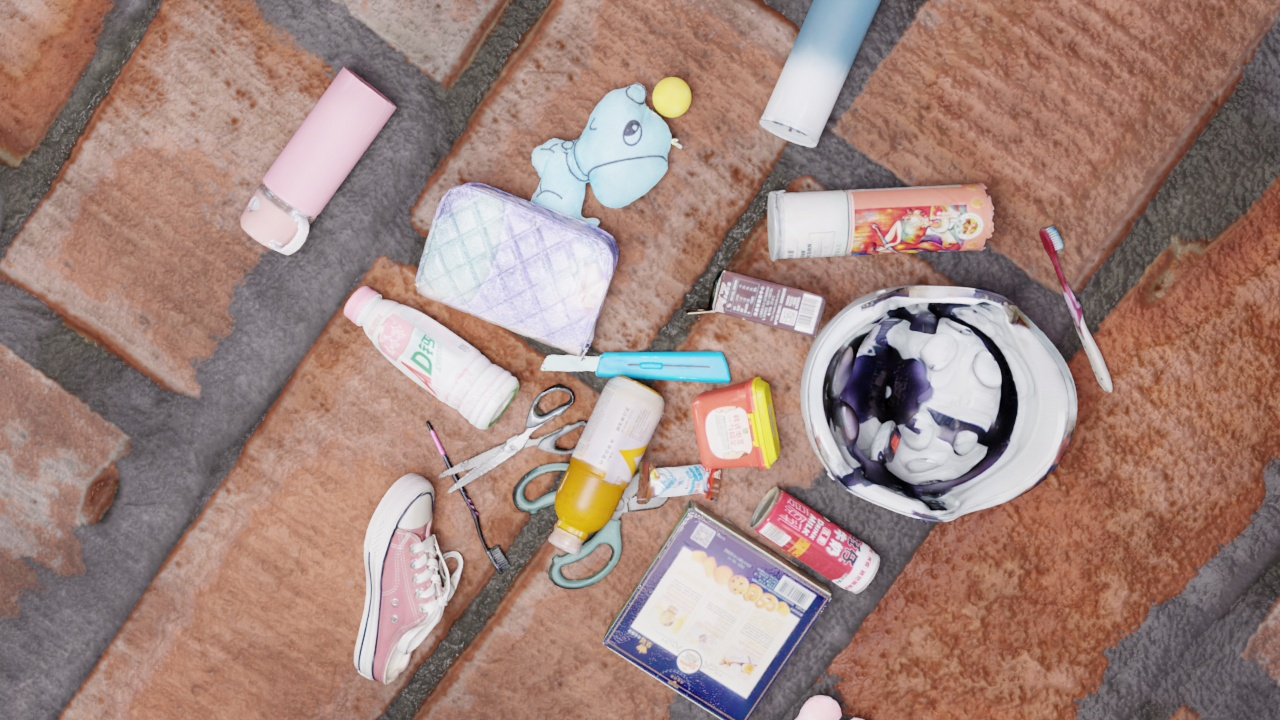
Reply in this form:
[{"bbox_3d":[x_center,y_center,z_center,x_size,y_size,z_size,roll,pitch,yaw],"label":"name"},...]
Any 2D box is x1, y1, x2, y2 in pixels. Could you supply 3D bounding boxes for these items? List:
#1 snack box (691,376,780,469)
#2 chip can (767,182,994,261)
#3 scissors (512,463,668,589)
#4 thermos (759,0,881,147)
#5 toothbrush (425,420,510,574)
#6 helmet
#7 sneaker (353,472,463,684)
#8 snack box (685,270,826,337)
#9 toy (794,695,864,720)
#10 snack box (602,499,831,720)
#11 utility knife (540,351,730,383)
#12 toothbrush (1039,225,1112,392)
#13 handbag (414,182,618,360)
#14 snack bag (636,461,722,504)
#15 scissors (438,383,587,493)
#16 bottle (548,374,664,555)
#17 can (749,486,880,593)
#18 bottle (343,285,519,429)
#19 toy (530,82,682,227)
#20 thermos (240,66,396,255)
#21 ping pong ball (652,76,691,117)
[{"bbox_3d":[0.099,0.068,0.959,0.080,0.082,0.091,-9,94,13],"label":"snack box"},{"bbox_3d":[0.240,-0.142,0.934,0.215,0.071,0.071,-3,95,2],"label":"chip can"},{"bbox_3d":[-0.064,0.158,1.004,0.176,0.019,0.175,42,97,-1],"label":"scissors"},{"bbox_3d":[0.194,-0.327,0.920,0.070,0.070,0.220,25,96,0],"label":"thermos"},{"bbox_3d":[-0.191,0.150,1.012,0.017,0.014,0.189,-26,94,-5],"label":"toothbrush"},{"bbox_3d":[0.276,0.034,0.913,0.258,0.146,0.229,7,98,-9],"label":"helmet"},{"bbox_3d":[-0.242,0.240,0.979,0.088,0.118,0.241,16,102,19],"label":"sneaker"},{"bbox_3d":[0.113,-0.057,0.926,0.125,0.113,0.053,16,95,1],"label":"snack box"},{"bbox_3d":[0.182,0.442,1.002,0.121,0.054,0.159,37,97,-9],"label":"toy"},{"bbox_3d":[0.081,0.275,0.995,0.178,0.045,0.182,33,96,-1],"label":"snack box"},{"bbox_3d":[-0.006,0.006,0.987,0.205,0.018,0.034,1,96,4],"label":"utility knife"},{"bbox_3d":[0.459,-0.053,0.960,0.017,0.016,0.187,-24,94,-5],"label":"toothbrush"},{"bbox_3d":[-0.124,-0.096,0.952,0.194,0.075,0.134,23,106,1],"label":"handbag"},{"bbox_3d":[0.042,0.129,0.974,0.104,0.026,0.048,5,93,-36],"label":"snack bag"},{"bbox_3d":[-0.139,0.086,0.999,0.170,0.014,0.150,9,95,0],"label":"scissors"},{"bbox_3d":[-0.040,0.110,0.960,0.068,0.068,0.189,26,86,0],"label":"bottle"},{"bbox_3d":[0.186,0.192,0.978,0.133,0.053,0.053,33,96,-1],"label":"can"},{"bbox_3d":[-0.224,-0.008,0.973,0.197,0.068,0.068,36,96,3],"label":"bottle"},{"bbox_3d":[-0.036,-0.206,0.952,0.156,0.049,0.161,4,104,2],"label":"toy"},{"bbox_3d":[-0.333,-0.201,0.952,0.087,0.067,0.198,41,95,34],"label":"thermos"},{"bbox_3d":[0.033,-0.271,0.945,0.040,0.040,0.040,0,96,3],"label":"ping pong ball"}]
